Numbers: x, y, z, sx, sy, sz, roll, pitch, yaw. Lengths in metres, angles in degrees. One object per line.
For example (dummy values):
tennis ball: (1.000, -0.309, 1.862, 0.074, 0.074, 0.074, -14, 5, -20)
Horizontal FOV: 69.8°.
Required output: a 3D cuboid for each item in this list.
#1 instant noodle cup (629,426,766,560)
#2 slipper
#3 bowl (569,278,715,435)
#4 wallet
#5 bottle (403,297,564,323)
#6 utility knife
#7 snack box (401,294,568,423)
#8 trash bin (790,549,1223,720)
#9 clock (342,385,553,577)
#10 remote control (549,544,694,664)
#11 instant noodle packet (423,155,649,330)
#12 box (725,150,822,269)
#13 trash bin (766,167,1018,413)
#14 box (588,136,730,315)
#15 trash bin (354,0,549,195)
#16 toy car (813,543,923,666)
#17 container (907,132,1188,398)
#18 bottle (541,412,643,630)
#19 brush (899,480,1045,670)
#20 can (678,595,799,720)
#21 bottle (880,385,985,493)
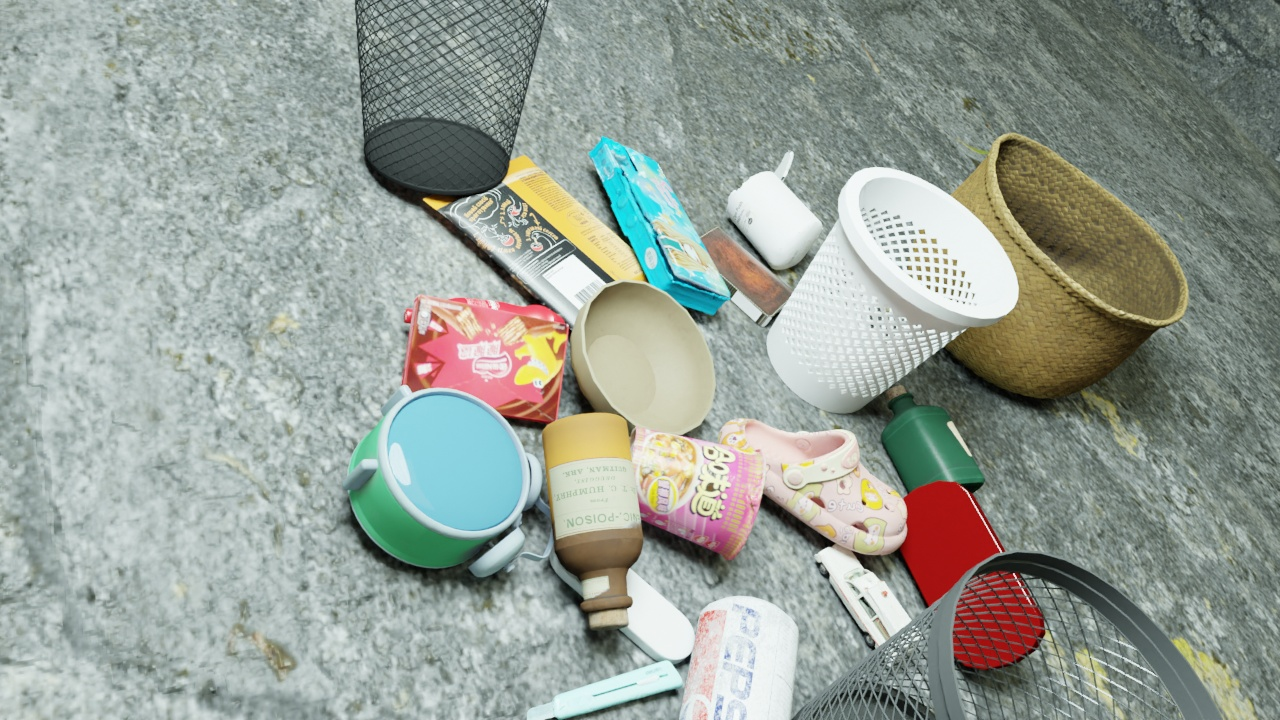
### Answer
instant noodle cup: (0.037, 0.105, 0.768, 0.108, 0.098, 0.097, 18, 45, -5)
slipper: (0.167, 0.101, 0.841, 0.197, 0.082, 0.093, 29, 28, 0)
bowl: (-0.005, 0.005, 0.838, 0.152, 0.051, 0.152, 20, 56, -32)
wallet: (0.113, -0.097, 1.035, 0.123, 0.020, 0.072, 43, 44, 9)
bottle: (-0.138, -0.033, 0.814, 0.141, 0.042, 0.041, 5, 51, -27)
utility knife: (-0.026, 0.242, 0.663, 0.126, 0.015, 0.022, -5, 57, -30)
snack box: (-0.130, 0.001, 0.776, 0.132, 0.021, 0.089, 10, 80, -23)
trash bin: (0.228, 0.280, 0.624, 0.217, 0.228, 0.217, 16, 46, -18)
clock: (-0.134, 0.098, 0.686, 0.161, 0.076, 0.121, 34, 41, -18)
remote control: (-0.014, 0.184, 0.719, 0.136, 0.013, 0.043, 40, 44, 6)
instant noodle packet: (-0.086, -0.117, 0.925, 0.221, 0.032, 0.159, 42, 42, 8)
box: (0.171, -0.185, 1.106, 0.141, 0.084, 0.140, -24, 67, -36)
trash bin: (0.238, -0.056, 0.942, 0.195, 0.200, 0.195, 16, 46, -18)
box: (0.019, -0.150, 0.988, 0.094, 0.041, 0.226, 15, 40, -44)
trash bin: (-0.182, -0.283, 0.863, 0.184, 0.211, 0.183, 10, 40, -8)
toy car: (0.202, 0.209, 0.807, 0.039, 0.039, 0.113, -12, 60, -38)
container: (0.487, -0.102, 1.136, 0.306, 0.197, 0.306, 18, 45, -18)
bottle: (-0.033, 0.123, 0.695, 0.067, 0.068, 0.156, 2, 68, -29)
brush: (0.302, 0.198, 0.851, 0.042, 0.082, 0.173, 29, 33, -52)
can: (0.070, 0.247, 0.667, 0.078, 0.078, 0.135, 27, 44, -8)
bottle: (0.293, 0.084, 0.953, 0.061, 0.061, 0.131, 2, 52, -33)
